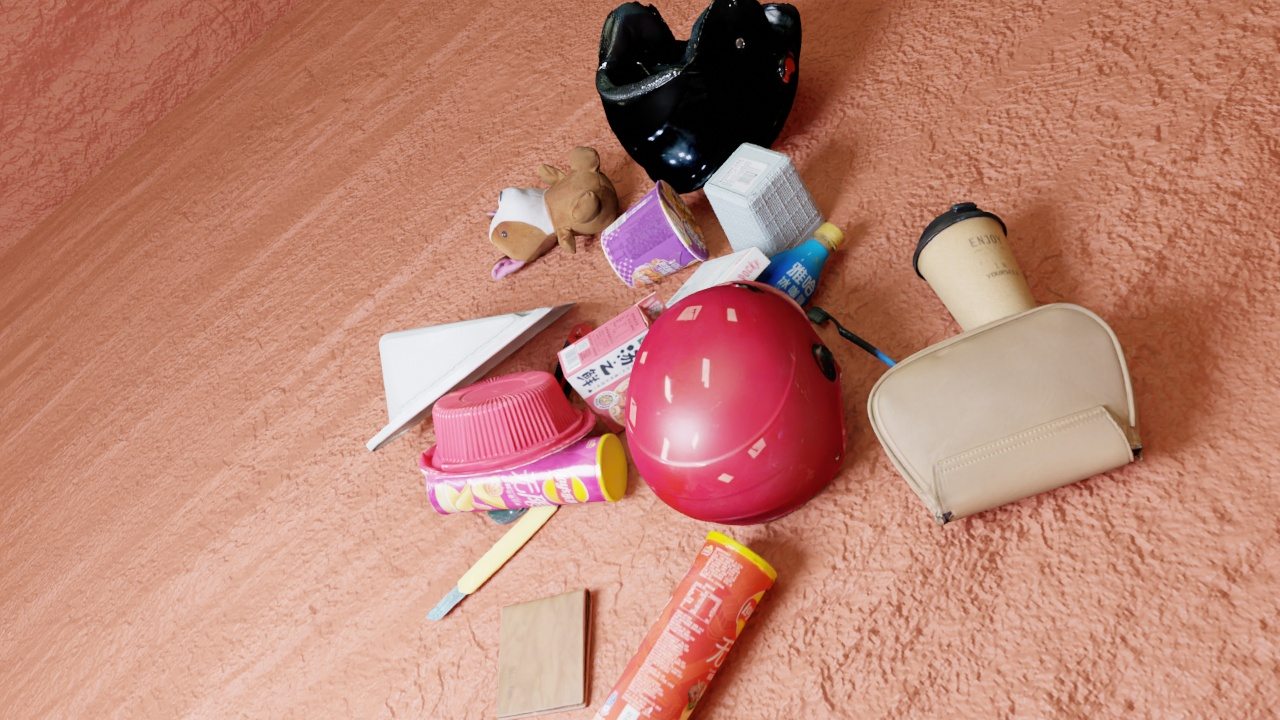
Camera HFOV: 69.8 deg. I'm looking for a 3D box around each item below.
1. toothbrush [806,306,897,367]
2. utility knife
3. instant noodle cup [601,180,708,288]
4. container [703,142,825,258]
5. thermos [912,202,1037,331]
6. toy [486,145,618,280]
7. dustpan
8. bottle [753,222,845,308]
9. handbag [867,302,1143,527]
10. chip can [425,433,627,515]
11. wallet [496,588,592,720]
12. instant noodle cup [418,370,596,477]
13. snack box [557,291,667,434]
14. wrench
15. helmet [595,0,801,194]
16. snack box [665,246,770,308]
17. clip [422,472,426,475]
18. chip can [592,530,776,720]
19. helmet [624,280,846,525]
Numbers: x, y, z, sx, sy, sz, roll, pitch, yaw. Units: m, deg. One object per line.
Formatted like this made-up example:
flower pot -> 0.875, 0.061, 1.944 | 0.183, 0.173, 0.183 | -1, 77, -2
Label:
toothbrush -> 0.210, -0.021, 0.910 | 0.016, 0.014, 0.189 | -39, 27, 0
utility knife -> -0.158, 0.211, 0.995 | 0.196, 0.020, 0.031 | -40, 41, -12
instant noodle cup -> 0.014, -0.145, 1.117 | 0.099, 0.111, 0.111 | -32, 43, 21
container -> 0.139, -0.179, 1.050 | 0.090, 0.111, 0.090 | -48, 44, -9
thermos -> 0.321, -0.071, 0.864 | 0.093, 0.093, 0.143 | -26, 52, 13
toy -> -0.132, -0.199, 1.247 | 0.200, 0.130, 0.140 | -22, 51, 30
dustpan -> -0.205, 0.020, 1.094 | 0.258, 0.142, 0.222 | -8, 5, 4
bottle -> 0.138, -0.064, 0.992 | 0.218, 0.065, 0.065 | -45, 44, -8
handbag -> 0.304, 0.046, 0.770 | 0.205, 0.099, 0.147 | -22, 64, 16
chip can -> -0.124, 0.125, 0.989 | 0.211, 0.071, 0.071 | -8, 52, 20
wallet -> -0.094, 0.286, 0.895 | 0.101, 0.020, 0.115 | -19, 50, 22
instant noodle cup -> -0.149, 0.060, 0.985 | 0.194, 0.066, 0.193 | -12, 12, 2
snack box -> -0.006, 0.006, 0.994 | 0.127, 0.113, 0.044 | -32, 41, 8
wrench -> -0.110, 0.068, 1.083 | 0.056, 0.016, 0.272 | 5, 59, 30
helmet -> 0.081, -0.342, 1.141 | 0.274, 0.230, 0.234 | -31, 32, -24
snack box -> 0.078, -0.080, 1.014 | 0.084, 0.027, 0.157 | -48, 12, -11
clip -> -0.216, 0.111, 1.106 | 0.103, 0.035, 0.092 | -50, 44, -5
chip can -> 0.035, 0.256, 0.795 | 0.073, 0.073, 0.216 | 20, 68, 42
helmet -> 0.073, 0.035, 0.846 | 0.207, 0.143, 0.240 | -12, 81, 24
